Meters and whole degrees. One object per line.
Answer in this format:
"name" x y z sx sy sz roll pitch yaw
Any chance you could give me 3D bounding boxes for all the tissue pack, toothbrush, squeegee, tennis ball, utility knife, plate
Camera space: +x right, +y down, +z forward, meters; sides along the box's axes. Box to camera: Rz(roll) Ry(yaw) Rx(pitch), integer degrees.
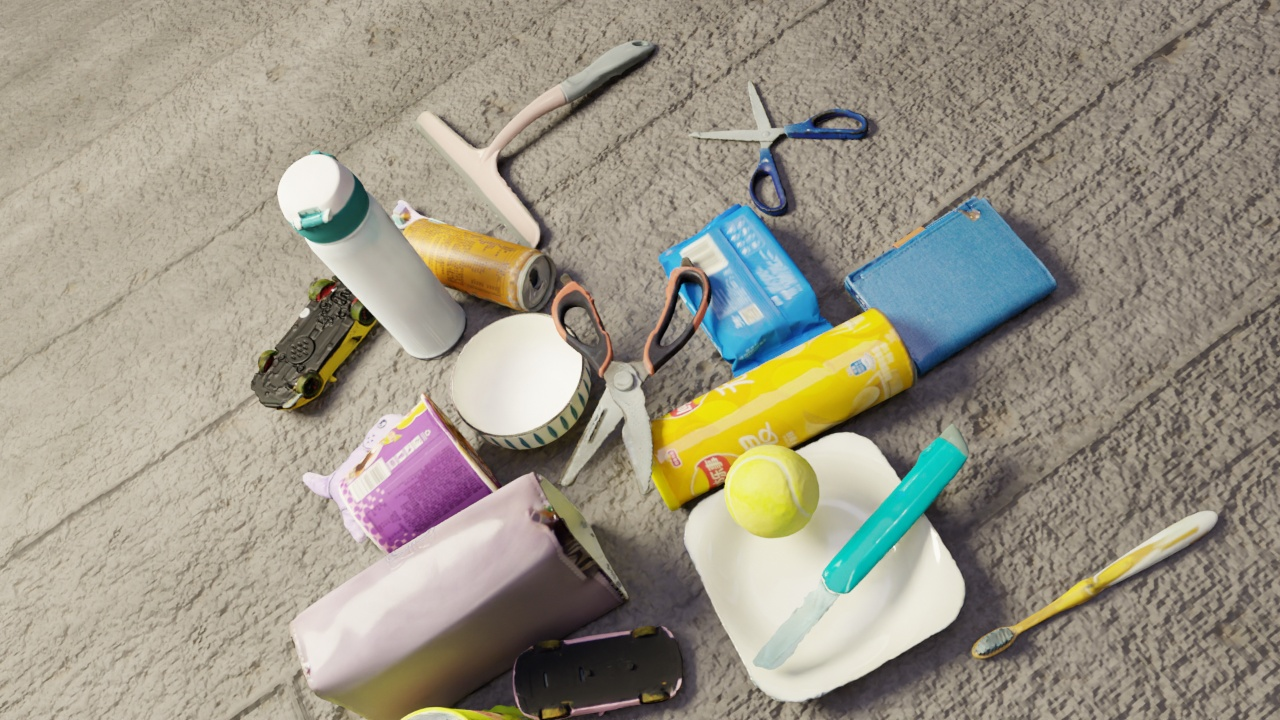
"tissue pack" 0.086 -0.058 0.774 0.095 0.052 0.157 -31 58 1
"toothbrush" -0.168 -0.120 0.900 0.189 0.021 0.029 21 112 23
"toothbrush" 0.306 0.150 0.617 0.191 0.018 0.016 -29 60 -1
"squeegee" -0.086 -0.264 0.944 0.249 0.040 0.247 -39 59 -7
"tennis ball" 0.092 0.092 0.643 0.065 0.065 0.065 -7 61 12
"utility knife" 0.155 0.129 0.634 0.222 0.013 0.029 -44 61 -12
"plate" 0.129 0.147 0.660 0.163 0.034 0.164 -27 58 0

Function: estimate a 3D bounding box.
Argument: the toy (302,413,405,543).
"toy" -0.228 0.091 0.791 0.084 0.039 0.108 38 78 18

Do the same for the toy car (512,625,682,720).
"toy car" -0.030 0.225 0.660 0.122 0.037 0.056 -6 67 -8

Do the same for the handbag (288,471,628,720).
"handbag" -0.127 0.170 0.659 0.197 0.145 0.098 -32 61 -3

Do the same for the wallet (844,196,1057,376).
"wallet" 0.246 -0.062 0.739 0.133 0.040 0.106 -32 67 -3

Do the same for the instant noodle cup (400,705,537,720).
"instant noodle cup" -0.115 0.279 0.607 0.112 0.123 0.111 -7 60 12

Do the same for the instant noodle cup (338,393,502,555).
"instant noodle cup" -0.175 0.100 0.731 0.099 0.111 0.111 -40 59 -7

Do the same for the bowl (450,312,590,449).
"bowl" -0.094 0.025 0.773 0.116 0.066 0.116 -7 60 11

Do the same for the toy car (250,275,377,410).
"toy car" -0.306 -0.017 0.871 0.071 0.041 0.155 23 69 26

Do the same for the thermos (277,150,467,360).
"thermos" -0.222 -0.084 0.776 0.073 0.224 0.073 -7 60 12

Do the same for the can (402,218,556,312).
"can" -0.154 -0.090 0.857 0.146 0.058 0.058 18 69 24

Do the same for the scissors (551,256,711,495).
"scissors" -0.010 0.000 0.716 0.189 0.015 0.227 -29 56 -9

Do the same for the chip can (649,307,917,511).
"chip can" 0.101 0.038 0.707 0.213 0.072 0.072 -27 58 0

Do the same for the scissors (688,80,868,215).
"scissors" 0.126 -0.205 0.865 0.173 0.012 0.162 4 64 19
